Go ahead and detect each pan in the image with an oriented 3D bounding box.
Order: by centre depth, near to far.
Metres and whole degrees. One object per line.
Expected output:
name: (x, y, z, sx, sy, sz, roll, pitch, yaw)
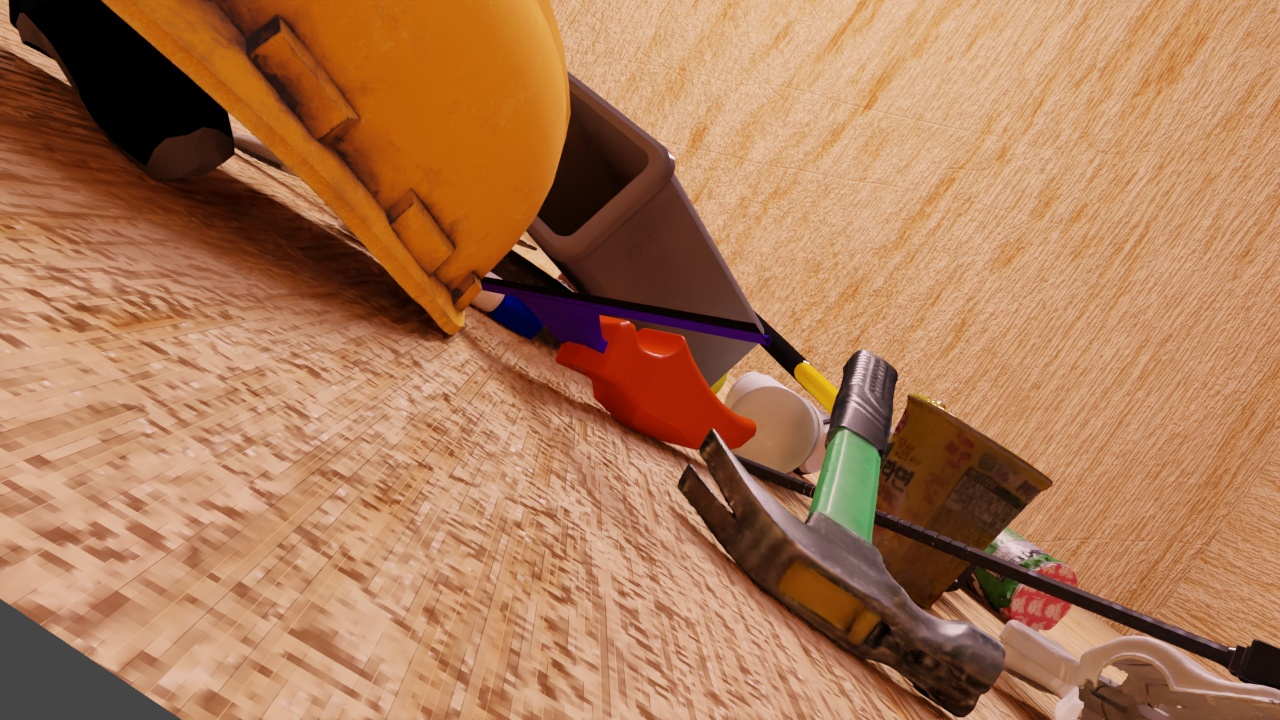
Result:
pan: (-0.160, -0.105, 0.726, 0.357, 0.040, 0.207, 38, 5, 31)

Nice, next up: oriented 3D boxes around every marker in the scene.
marker: (-0.115, -0.054, 0.546, 0.133, 0.023, 0.027, 31, 25, -33)

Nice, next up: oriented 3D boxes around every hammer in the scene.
hammer: (0.108, 0.046, 0.467, 0.130, 0.032, 0.318, 31, 21, 8)
hammer: (0.167, 0.100, 0.486, 0.325, 0.015, 0.095, 19, -10, 42)
hammer: (0.139, 0.013, 0.765, 0.127, 0.029, 0.323, 42, 7, -28)

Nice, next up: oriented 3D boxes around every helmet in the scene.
helmet: (-0.106, -0.137, 0.384, 0.205, 0.131, 0.255, 49, -3, 28)

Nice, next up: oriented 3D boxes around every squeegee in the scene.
squeegee: (0.006, 0.012, 0.496, 0.250, 0.055, 0.184, 13, -12, 44)

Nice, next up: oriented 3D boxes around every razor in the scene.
razor: (-0.209, -0.119, 0.374, 0.156, 0.057, 0.060, 38, -36, 38)

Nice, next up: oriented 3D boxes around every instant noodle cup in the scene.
instant noodle cup: (0.183, 0.090, 0.575, 0.102, 0.108, 0.102, 33, 4, -3)

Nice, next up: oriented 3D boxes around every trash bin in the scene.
trash bin: (-0.021, -0.094, 0.688, 0.192, 0.097, 0.220, 47, -2, 36)

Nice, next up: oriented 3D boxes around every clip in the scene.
clip: (0.223, 0.168, 0.401, 0.126, 0.110, 0.151, 33, -28, -28)

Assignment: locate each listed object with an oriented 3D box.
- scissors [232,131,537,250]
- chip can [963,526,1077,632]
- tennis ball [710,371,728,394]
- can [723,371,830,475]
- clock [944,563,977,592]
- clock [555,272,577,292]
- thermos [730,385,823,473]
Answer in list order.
scissors: (-0.169, -0.111, 0.583, 0.179, 0.015, 0.199, 8, 23, -46)
chip can: (0.312, 0.174, 0.891, 0.075, 0.075, 0.223, 32, 4, -26)
tennis ball: (0.042, 0.006, 0.783, 0.065, 0.065, 0.065, 34, 4, -3)
can: (0.139, 0.060, 0.931, 0.127, 0.064, 0.064, 37, 5, 41)
clock: (0.202, 0.134, 0.679, 0.091, 0.044, 0.122, 35, 4, 19)
clock: (-0.024, -0.051, 0.893, 0.121, 0.073, 0.157, 35, 5, 22)
thermos: (0.117, 0.058, 0.761, 0.068, 0.068, 0.230, 35, 4, 12)
